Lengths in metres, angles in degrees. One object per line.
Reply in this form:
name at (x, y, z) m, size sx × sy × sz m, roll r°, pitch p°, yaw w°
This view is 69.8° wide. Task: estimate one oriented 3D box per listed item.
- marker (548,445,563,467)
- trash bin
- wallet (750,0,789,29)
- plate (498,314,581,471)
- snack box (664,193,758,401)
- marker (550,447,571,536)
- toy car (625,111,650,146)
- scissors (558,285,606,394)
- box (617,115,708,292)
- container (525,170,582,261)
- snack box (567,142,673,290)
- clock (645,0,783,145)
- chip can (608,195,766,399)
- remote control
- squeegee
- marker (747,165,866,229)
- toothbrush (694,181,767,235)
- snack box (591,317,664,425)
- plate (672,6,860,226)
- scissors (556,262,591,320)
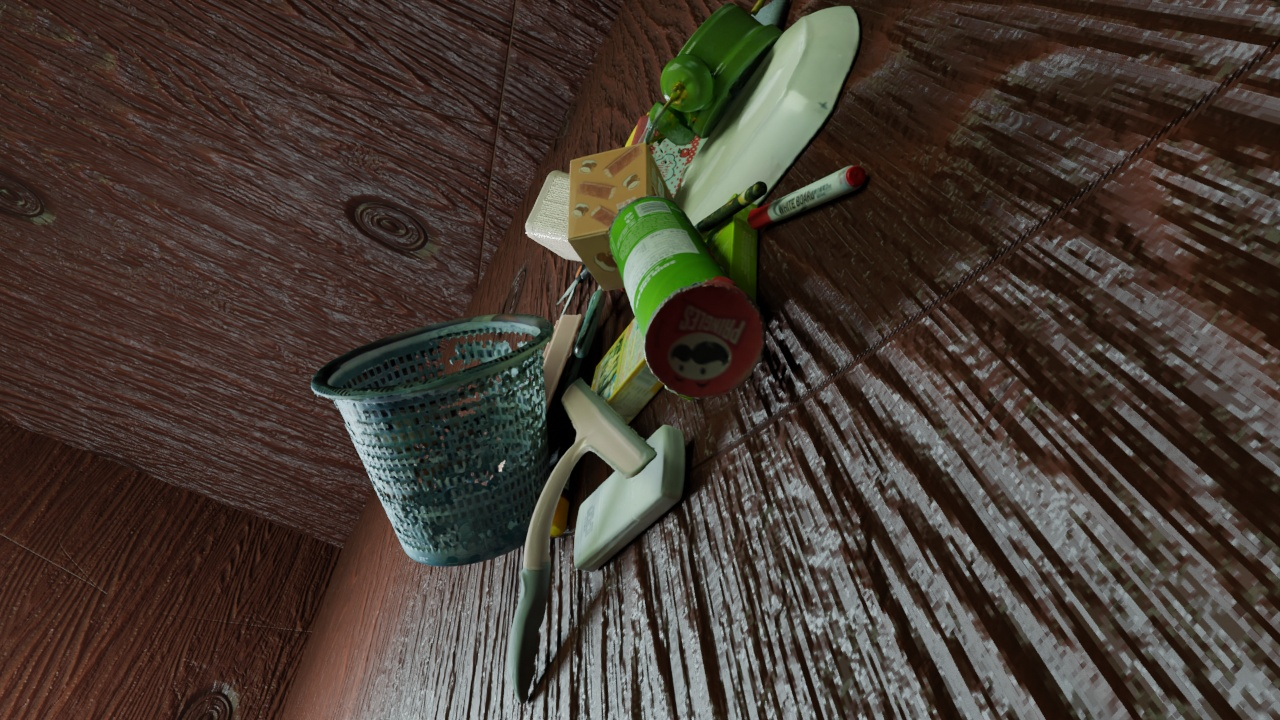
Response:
marker at (-0.107, 0.114, 1.002) m, size 0.124 × 0.015 × 0.018 m, roll -39°, pitch 28°, yaw 59°
trash bin at (-0.176, 0.079, 0.883) m, size 0.226 × 0.226 × 0.195 m, roll -120°, pitch 19°, yaw -72°
wallet at (0.096, -0.316, 0.947) m, size 0.121 × 0.019 × 0.097 m, roll -14°, pitch 48°, yaw 47°
plate at (-0.122, 0.049, 1.065) m, size 0.229 × 0.028 × 0.229 m, roll -159°, pitch 92°, yaw -84°
snack box at (0.056, -0.051, 0.703) m, size 0.086 × 0.026 × 0.156 m, roll -50°, pitch 21°, yaw 39°
marker at (-0.076, 0.124, 0.880) m, size 0.015 × 0.018 × 0.123 m, roll -51°, pitch 18°, yaw 26°
toy car at (0.005, -0.287, 1.217) m, size 0.071 × 0.041 × 0.155 m, roll -56°, pitch 16°, yaw 26°
scissors at (-0.063, -0.029, 1.038) m, size 0.169 × 0.019 × 0.181 m, roll -79°, pitch 10°, yaw -54°
box at (0.025, -0.174, 0.979) m, size 0.102 × 0.100 × 0.201 m, roll 64°, pitch -141°, yaw -59°
container at (-0.062, -0.167, 1.102) m, size 0.111 × 0.090 × 0.090 m, roll 21°, pitch 85°, yaw 46°
snack box at (-0.016, -0.133, 0.862) m, size 0.093 × 0.077 × 0.094 m, roll 54°, pitch -149°, yaw -57°
clock at (0.061, -0.251, 0.825) m, size 0.161 × 0.056 × 0.116 m, roll -47°, pitch -5°, yaw -16°
chip can at (0.023, -0.055, 0.632) m, size 0.072 × 0.072 × 0.235 m, roll -60°, pitch 18°, yaw 16°
remote control at (-0.010, 0.106, 0.679) m, size 0.150 × 0.021 × 0.058 m, roll -49°, pitch 29°, yaw 47°
squeegee at (-0.072, 0.151, 0.714) m, size 0.248 × 0.040 × 0.249 m, roll -147°, pitch 72°, yaw -71°
marker at (0.111, -0.111, 0.634) m, size 0.017 × 0.017 × 0.145 m, roll -67°, pitch 15°, yaw -9°
toothbrush at (0.051, -0.111, 0.731) m, size 0.012 × 0.017 × 0.186 m, roll -30°, pitch 3°, yaw -23°
snack box at (-0.005, 0.005, 0.808) m, size 0.141 × 0.033 × 0.086 m, roll -48°, pitch 23°, yaw 42°
plate at (0.091, -0.187, 0.787) m, size 0.267 × 0.034 × 0.161 m, roll -50°, pitch 21°, yaw 42°
scissors at (-0.065, -0.131, 1.239) m, size 0.233 × 0.021 × 0.221 m, roll -67°, pitch 15°, yaw -12°
